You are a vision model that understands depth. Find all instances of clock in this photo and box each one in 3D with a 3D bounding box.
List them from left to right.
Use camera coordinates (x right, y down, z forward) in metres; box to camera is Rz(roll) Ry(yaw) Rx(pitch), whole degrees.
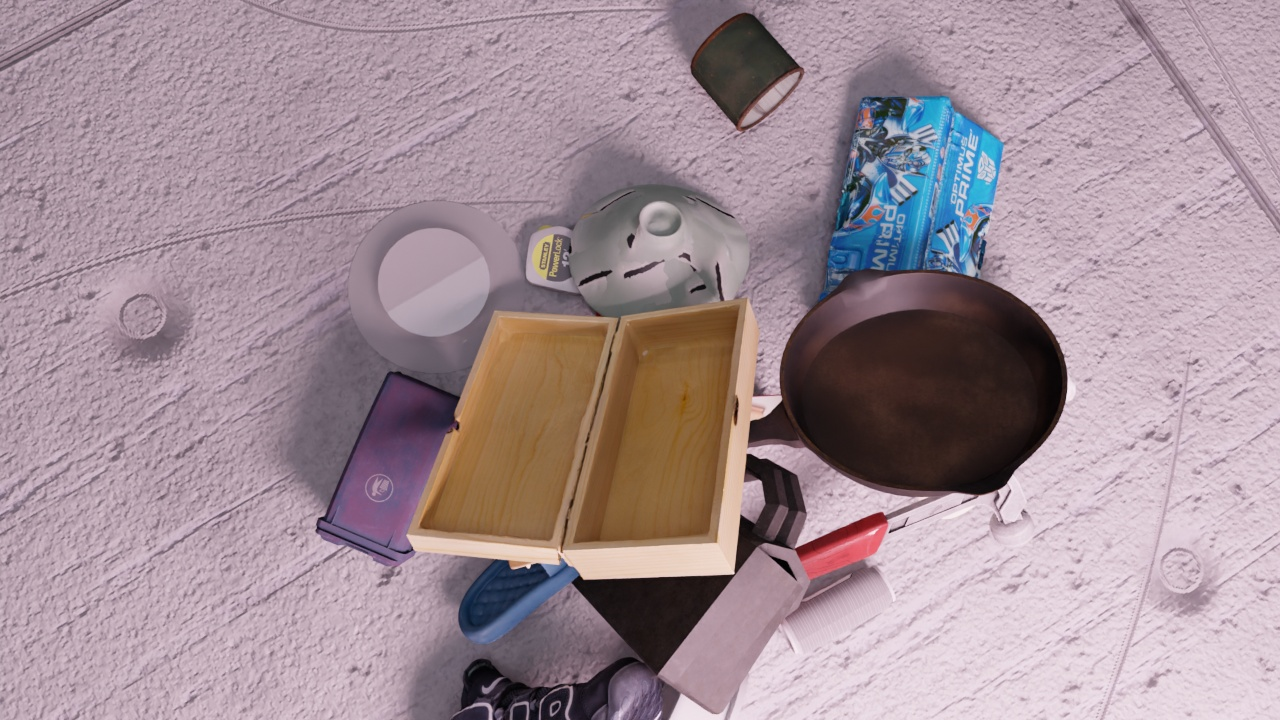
[{"bbox_3d":[0.044,0.324,0.808,0.061,0.120,0.159,25,74,0],"label":"clock"}]

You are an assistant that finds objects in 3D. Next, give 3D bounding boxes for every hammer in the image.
[{"bbox_3d":[0.184,0.166,0.827,0.316,0.036,0.126,-26,116,12],"label":"hammer"}]

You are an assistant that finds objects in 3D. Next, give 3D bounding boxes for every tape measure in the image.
[{"bbox_3d":[-0.079,-0.100,0.904,0.065,0.017,0.064,9,82,-2],"label":"tape measure"}]

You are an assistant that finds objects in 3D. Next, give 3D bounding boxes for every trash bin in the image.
[{"bbox_3d":[-0.220,0.099,0.839,0.094,0.092,0.160,23,86,0],"label":"trash bin"}]

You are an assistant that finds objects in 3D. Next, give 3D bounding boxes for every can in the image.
[{"bbox_3d":[0.183,0.234,0.861,0.106,0.044,0.044,-27,85,-6],"label":"can"}]

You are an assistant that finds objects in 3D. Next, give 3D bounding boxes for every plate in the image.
[{"bbox_3d":[-0.200,-0.074,0.894,0.173,0.019,0.172,0,83,-3],"label":"plate"}]

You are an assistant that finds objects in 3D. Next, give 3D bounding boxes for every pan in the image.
[{"bbox_3d":[0.174,0.042,0.779,0.356,0.043,0.248,-20,50,0],"label":"pan"}]

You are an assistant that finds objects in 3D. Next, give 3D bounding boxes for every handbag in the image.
[{"bbox_3d":[0.059,0.167,0.801,0.199,0.197,0.102,-50,121,-7],"label":"handbag"}]

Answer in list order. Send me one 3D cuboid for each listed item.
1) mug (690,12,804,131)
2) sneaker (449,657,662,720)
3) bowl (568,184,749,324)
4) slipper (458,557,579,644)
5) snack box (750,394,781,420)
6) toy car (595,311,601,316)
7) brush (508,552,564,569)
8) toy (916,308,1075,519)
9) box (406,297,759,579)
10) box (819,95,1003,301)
[{"bbox_3d":[0.112,-0.291,0.912,0.110,0.085,0.081,-35,83,-38],"label":"mug"},{"bbox_3d":[-0.093,0.308,0.793,0.253,0.097,0.150,-47,59,15],"label":"sneaker"},{"bbox_3d":[0.019,-0.115,0.863,0.174,0.068,0.174,0,65,-1],"label":"bowl"},{"bbox_3d":[-0.092,0.164,0.830,0.214,0.104,0.059,-45,119,3],"label":"slipper"},{"bbox_3d":[-0.001,0.061,0.859,0.273,0.077,0.044,-3,79,-2],"label":"snack box"},{"bbox_3d":[0.002,-0.041,0.890,0.089,0.038,0.025,2,83,-3],"label":"toy car"},{"bbox_3d":[-0.091,0.123,0.782,0.049,0.039,0.117,-17,51,4],"label":"brush"},{"bbox_3d":[0.307,0.047,0.866,0.209,0.086,0.137,-43,112,-14],"label":"toy"},{"bbox_3d":[-0.036,0.055,0.763,0.257,0.076,0.246,2,47,12],"label":"box"},{"bbox_3d":[0.274,-0.133,0.898,0.167,0.075,0.243,13,83,-2],"label":"box"}]
